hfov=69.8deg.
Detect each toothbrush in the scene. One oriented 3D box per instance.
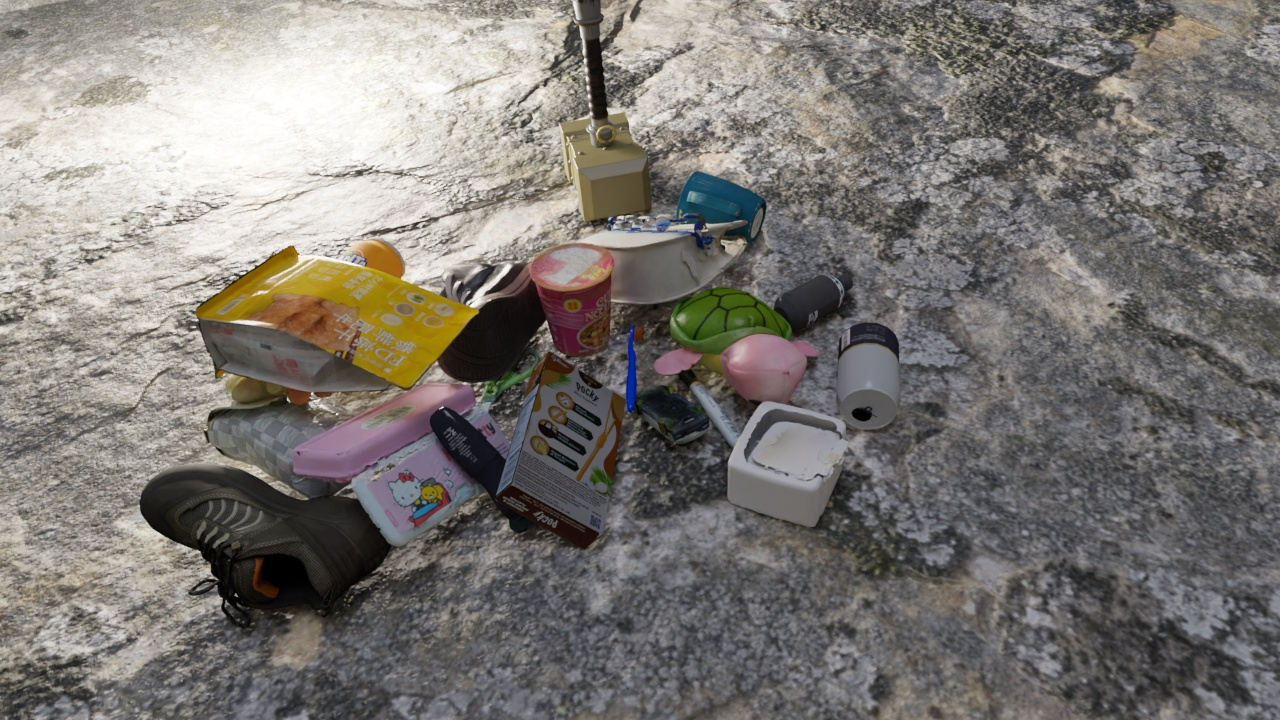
[{"bbox_3d":[-0.006,0.006,1.034,0.018,0.016,0.182,1,31,0],"label":"toothbrush"}]

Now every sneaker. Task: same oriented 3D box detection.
[{"bbox_3d":[-0.197,-0.050,1.067,0.120,0.095,0.234,2,34,19],"label":"sneaker"},{"bbox_3d":[-0.359,0.182,0.820,0.238,0.101,0.142,10,35,9],"label":"sneaker"}]

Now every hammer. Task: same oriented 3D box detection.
[{"bbox_3d":[-0.062,-0.381,1.281,0.100,0.325,0.190,-12,40,-8],"label":"hammer"}]

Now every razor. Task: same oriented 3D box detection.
[{"bbox_3d":[-0.147,0.101,0.878,0.047,0.143,0.052,-42,8,6],"label":"razor"}]

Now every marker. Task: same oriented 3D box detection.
[{"bbox_3d":[0.075,0.050,0.990,0.017,0.017,0.146,-18,41,-15],"label":"marker"}]

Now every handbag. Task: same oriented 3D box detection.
[{"bbox_3d":[0.033,-0.145,1.135,0.199,0.093,0.201,-28,23,-36],"label":"handbag"},{"bbox_3d":[-0.350,0.062,0.944,0.172,0.123,0.112,21,32,27],"label":"handbag"}]

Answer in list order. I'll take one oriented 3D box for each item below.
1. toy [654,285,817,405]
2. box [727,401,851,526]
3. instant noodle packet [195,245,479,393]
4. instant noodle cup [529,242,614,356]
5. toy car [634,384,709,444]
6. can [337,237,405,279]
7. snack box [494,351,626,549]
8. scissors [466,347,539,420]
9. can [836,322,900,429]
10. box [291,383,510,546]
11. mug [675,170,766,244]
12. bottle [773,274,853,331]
[{"bbox_3d":[0.107,-0.025,1.022,0.190,0.088,0.238,-2,30,-13],"label":"toy"},{"bbox_3d":[0.145,0.092,0.887,0.102,0.076,0.106,14,46,24],"label":"box"},{"bbox_3d":[-0.295,-0.032,0.923,0.222,0.084,0.162,12,31,12],"label":"instant noodle packet"},{"bbox_3d":[-0.074,-0.067,1.075,0.098,0.109,0.097,-3,40,3],"label":"instant noodle cup"},{"bbox_3d":[0.032,0.058,0.973,0.048,0.033,0.105,-26,30,-19],"label":"toy car"},{"bbox_3d":[-0.365,-0.090,1.161,0.079,0.079,0.142,11,43,19],"label":"can"},{"bbox_3d":[-0.074,0.084,0.908,0.101,0.032,0.185,33,36,-19],"label":"snack box"},{"bbox_3d":[-0.163,0.040,1.034,0.078,0.033,0.175,6,45,10],"label":"scissors"},{"bbox_3d":[0.241,0.018,0.970,0.064,0.064,0.127,4,41,11],"label":"can"},{"bbox_3d":[-0.216,0.082,0.883,0.150,0.073,0.201,28,28,16],"label":"box"},{"bbox_3d":[0.107,-0.201,1.223,0.104,0.084,0.112,20,5,17],"label":"mug"},{"bbox_3d":[0.209,-0.073,1.099,0.112,0.047,0.047,-28,45,-26],"label":"bottle"}]
